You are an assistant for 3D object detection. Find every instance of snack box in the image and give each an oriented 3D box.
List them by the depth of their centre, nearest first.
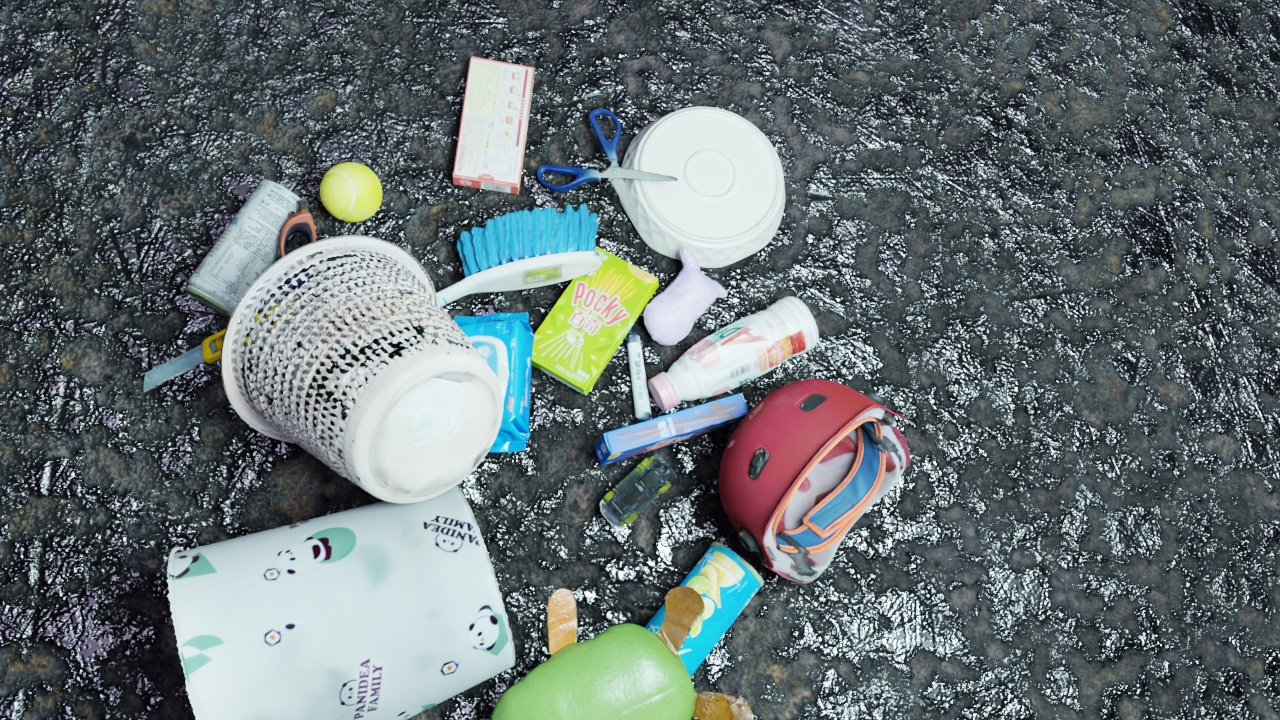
[{"bbox_3d":[0.032,0.075,0.994,0.157,0.085,0.026,-16,79,-13],"label":"snack box"},{"bbox_3d":[-0.055,-0.046,1.029,0.086,0.026,0.156,30,73,13],"label":"snack box"},{"bbox_3d":[-0.171,-0.276,1.074,0.077,0.027,0.155,7,75,-7],"label":"snack box"}]

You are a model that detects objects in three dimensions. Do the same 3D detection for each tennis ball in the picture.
[{"bbox_3d":[-0.317,-0.184,1.007,0.065,0.065,0.065,2,76,-9],"label":"tennis ball"}]

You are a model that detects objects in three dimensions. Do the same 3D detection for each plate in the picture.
[{"bbox_3d":[0.078,-0.214,1.093,0.205,0.046,0.204,2,77,-9],"label":"plate"}]

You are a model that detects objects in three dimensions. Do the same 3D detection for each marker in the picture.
[{"bbox_3d":[-0.006,0.006,1.039,0.022,0.018,0.130,-7,77,-1],"label":"marker"}]

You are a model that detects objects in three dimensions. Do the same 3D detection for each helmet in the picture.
[{"bbox_3d":[0.159,0.103,0.947,0.144,0.240,0.207,37,82,34],"label":"helmet"}]

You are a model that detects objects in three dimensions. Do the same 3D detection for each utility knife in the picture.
[{"bbox_3d":[-0.425,-0.025,0.976,0.219,0.015,0.033,-29,80,-15],"label":"utility knife"}]

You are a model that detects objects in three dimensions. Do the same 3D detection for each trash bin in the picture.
[{"bbox_3d":[-0.264,0.238,0.842,0.251,0.230,0.229,-17,80,-20],"label":"trash bin"},{"bbox_3d":[-0.240,0.022,0.853,0.227,0.228,0.192,-44,51,-16],"label":"trash bin"}]

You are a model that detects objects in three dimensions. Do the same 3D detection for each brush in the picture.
[{"bbox_3d":[-0.191,-0.093,1.006,0.314,0.061,0.109,-11,66,-7],"label":"brush"}]

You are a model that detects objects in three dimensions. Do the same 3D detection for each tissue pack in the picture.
[{"bbox_3d":[-0.164,0.024,0.976,0.095,0.052,0.157,-2,76,11],"label":"tissue pack"}]

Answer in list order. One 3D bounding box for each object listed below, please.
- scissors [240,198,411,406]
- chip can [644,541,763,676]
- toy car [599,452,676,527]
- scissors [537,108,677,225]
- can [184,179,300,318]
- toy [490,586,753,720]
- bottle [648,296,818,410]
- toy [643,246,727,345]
[{"bbox_3d":[-0.340,-0.061,0.984,0.188,0.015,0.226,0,92,-25],"label":"scissors"},{"bbox_3d":[0.038,0.290,0.950,0.071,0.071,0.210,42,74,2],"label":"chip can"},{"bbox_3d":[-0.004,0.143,0.997,0.090,0.035,0.042,-41,85,-16],"label":"toy car"},{"bbox_3d":[-0.041,-0.223,1.061,0.162,0.012,0.175,-11,67,8],"label":"scissors"},{"bbox_3d":[-0.418,-0.120,0.978,0.058,0.058,0.146,29,74,-2],"label":"can"},{"bbox_3d":[-0.032,0.318,0.851,0.246,0.090,0.227,-20,83,-5],"label":"toy"},{"bbox_3d":[0.103,-0.004,1.038,0.196,0.068,0.068,-27,82,-10],"label":"bottle"},{"bbox_3d":[0.046,-0.067,1.050,0.108,0.039,0.084,-49,116,-13],"label":"toy"}]
